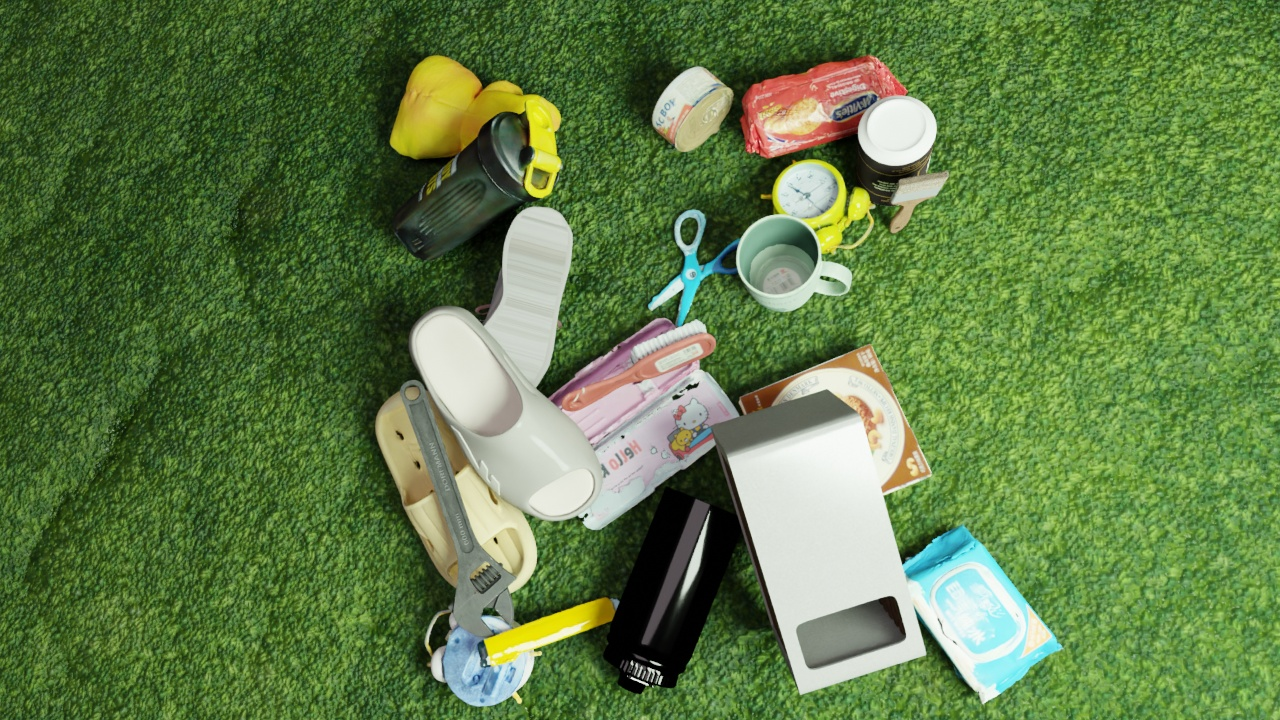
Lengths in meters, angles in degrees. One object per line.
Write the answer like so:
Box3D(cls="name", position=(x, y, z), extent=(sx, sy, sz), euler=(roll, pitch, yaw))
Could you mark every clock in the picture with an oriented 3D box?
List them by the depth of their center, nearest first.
Box3D(cls="clock", position=(-0.169, 0.303, 0.954), extent=(0.125, 0.052, 0.089), euler=(23, 85, 16))
Box3D(cls="clock", position=(0.190, -0.159, 0.963), extent=(0.119, 0.057, 0.083), euler=(40, 87, 23))

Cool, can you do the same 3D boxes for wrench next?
Box3D(cls="wrench", position=(-0.191, 0.149, 0.931), extent=(0.073, 0.018, 0.273), euler=(-20, 86, -9))

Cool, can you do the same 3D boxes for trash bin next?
Box3D(cls="trash bin", position=(0.157, 0.159, 0.829), extent=(0.114, 0.114, 0.229), euler=(-18, 100, 0))

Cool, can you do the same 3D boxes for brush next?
Box3D(cls="brush", position=(0.262, -0.151, 0.901), extent=(0.045, 0.143, 0.008), euler=(-10, 78, 1))
Box3D(cls="brush", position=(-0.006, 0.006, 0.949), extent=(0.172, 0.041, 0.030), euler=(-24, 54, 3))

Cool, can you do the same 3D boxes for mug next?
Box3D(cls="mug", position=(0.158, -0.089, 0.932), extent=(0.111, 0.104, 0.084), euler=(12, 81, 15))

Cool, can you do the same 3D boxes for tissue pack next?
Box3D(cls="tissue pack", position=(0.308, 0.235, 0.856), extent=(0.093, 0.061, 0.144), euler=(-37, 73, 4))

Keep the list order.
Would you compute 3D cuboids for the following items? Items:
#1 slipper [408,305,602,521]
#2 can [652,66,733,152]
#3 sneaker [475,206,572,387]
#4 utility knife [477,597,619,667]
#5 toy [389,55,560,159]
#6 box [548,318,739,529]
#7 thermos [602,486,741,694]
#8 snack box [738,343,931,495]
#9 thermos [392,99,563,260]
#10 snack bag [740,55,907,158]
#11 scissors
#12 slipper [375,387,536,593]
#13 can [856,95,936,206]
Box3D(cls="slipper", position=(-0.148, 0.055, 0.931), extent=(0.113, 0.080, 0.266), euler=(-38, 85, 4))
Box3D(cls="can", position=(0.057, -0.274, 1.001), extent=(0.086, 0.086, 0.043), euler=(-44, 74, 1))
Box3D(cls="sneaker", position=(-0.129, -0.058, 1.011), extent=(0.099, 0.089, 0.236), euler=(20, 105, -2))
Box3D(cls="utility knife", position=(-0.088, 0.273, 0.927), extent=(0.159, 0.017, 0.030), euler=(-15, 77, -18))
Box3D(cls="toy", position=(-0.197, -0.272, 1.058), extent=(0.194, 0.087, 0.134), euler=(24, 88, 15))
Box3D(cls="box", position=(-0.012, 0.066, 0.976), extent=(0.201, 0.037, 0.152), euler=(-36, 76, 3))
Box3D(cls="thermos", position=(0.028, 0.233, 0.906), extent=(0.086, 0.086, 0.198), euler=(21, 84, 15))
Box3D(cls="snack box", position=(0.193, 0.078, 0.924), extent=(0.147, 0.041, 0.143), euler=(-23, 76, 7))
Box3D(cls="thermos", position=(-0.176, -0.185, 0.993), extent=(0.221, 0.098, 0.098), euler=(-27, 72, 35))
Box3D(cls="snack bag", position=(0.191, -0.272, 0.976), extent=(0.176, 0.082, 0.082), euler=(-15, 76, 8))
Box3D(cls="scissors", position=(0.069, -0.094, 1.002), extent=(0.118, 0.013, 0.139), euler=(13, 80, 13))
Box3D(cls="slipper", position=(-0.215, 0.140, 0.985), extent=(0.111, 0.079, 0.261), euler=(-37, 73, 7))
Box3D(cls="can", position=(0.254, -0.207, 0.921), extent=(0.072, 0.128, 0.072), euler=(-2, 78, 12))
